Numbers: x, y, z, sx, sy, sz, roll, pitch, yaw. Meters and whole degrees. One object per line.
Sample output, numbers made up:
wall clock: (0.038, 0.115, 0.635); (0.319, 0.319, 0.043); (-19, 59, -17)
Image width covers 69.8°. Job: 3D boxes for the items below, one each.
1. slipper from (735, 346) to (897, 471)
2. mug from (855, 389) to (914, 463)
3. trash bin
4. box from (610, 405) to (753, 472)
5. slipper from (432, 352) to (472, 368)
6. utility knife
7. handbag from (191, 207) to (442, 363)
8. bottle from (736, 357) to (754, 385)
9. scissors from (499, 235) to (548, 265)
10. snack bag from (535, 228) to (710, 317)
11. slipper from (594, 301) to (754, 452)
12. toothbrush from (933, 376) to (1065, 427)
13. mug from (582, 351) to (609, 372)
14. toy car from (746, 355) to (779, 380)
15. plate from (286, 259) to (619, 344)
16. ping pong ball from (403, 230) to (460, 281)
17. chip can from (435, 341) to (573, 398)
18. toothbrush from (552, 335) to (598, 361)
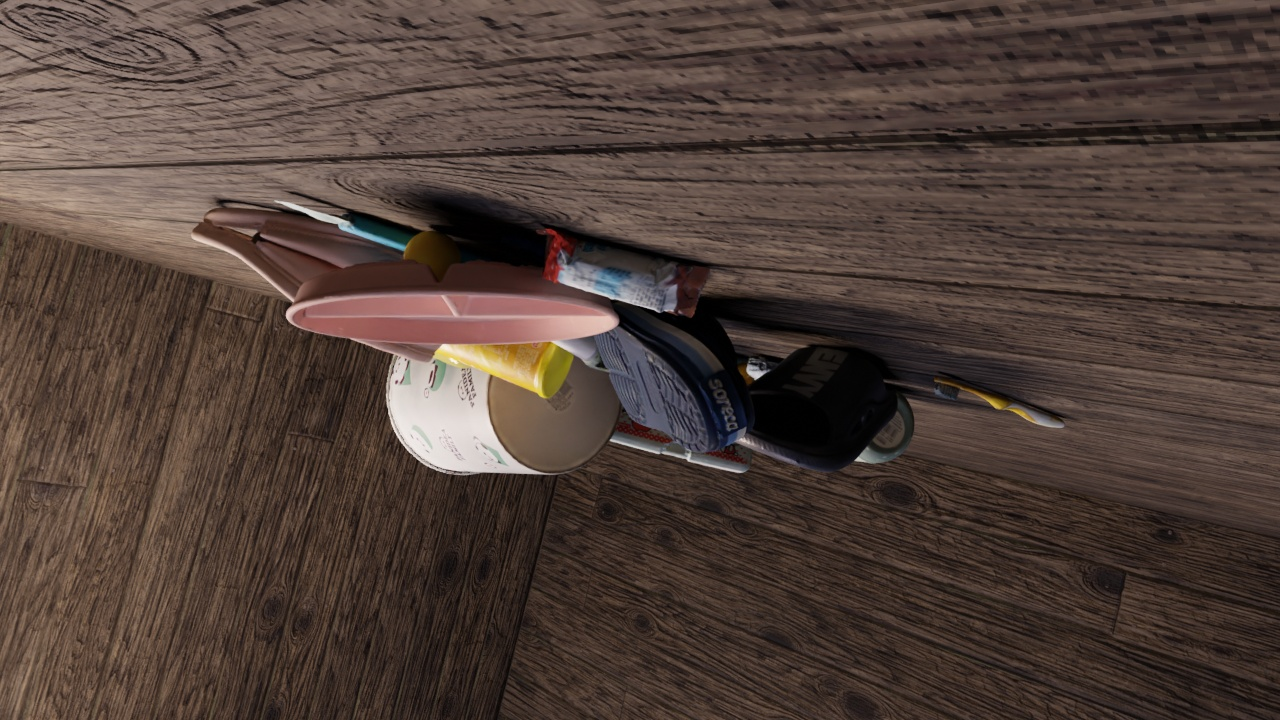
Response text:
slipper: (0.154, 0.023, 0.785); (0.111, 0.083, 0.267); (17, -164, 28)
mug: (0.217, 0.070, 0.964); (0.111, 0.082, 0.106); (-20, -175, -17)
trash bin: (-0.167, 0.043, 1.157); (0.229, 0.229, 0.252); (16, 171, -34)
box: (0.054, 0.058, 1.194); (0.201, 0.160, 0.060); (14, 138, -7)
slipper: (-0.227, -0.054, 1.041); (0.191, 0.091, 0.082); (23, 144, 43)
utility knife: (-0.179, -0.090, 0.696); (0.191, 0.018, 0.034); (17, 176, -26)
handbag: (-0.294, -0.083, 0.835); (0.234, 0.093, 0.193); (21, 177, 12)
bottle: (0.079, 0.028, 1.084); (0.068, 0.068, 0.190); (15, 176, -21)
scissors: (-0.025, -0.059, 0.632); (0.163, 0.012, 0.175); (12, 178, 43)
snack bag: (-0.013, -0.052, 0.550); (0.105, 0.026, 0.045); (15, 137, 0)
slipper: (0.032, -0.001, 0.713); (0.095, 0.105, 0.253); (-22, -166, -12)
toothbrush: (0.314, 0.041, 0.796); (0.191, 0.018, 0.016); (17, 177, -34)
mug: (-0.006, 0.006, 0.968); (0.124, 0.083, 0.103); (13, 174, 4)
toy car: (0.150, 0.018, 0.979); (0.049, 0.031, 0.105); (11, 174, 33)
plate: (-0.130, -0.038, 0.654); (0.229, 0.028, 0.229); (-1, 173, 0)
ping pong ball: (-0.149, -0.073, 0.657); (0.040, 0.040, 0.040); (14, 176, 1)
chip can: (-0.176, -0.030, 0.945); (0.213, 0.072, 0.072); (20, 178, 13)
toothbrush: (-0.115, -0.051, 0.826); (0.026, 0.026, 0.221); (24, 175, 45)
